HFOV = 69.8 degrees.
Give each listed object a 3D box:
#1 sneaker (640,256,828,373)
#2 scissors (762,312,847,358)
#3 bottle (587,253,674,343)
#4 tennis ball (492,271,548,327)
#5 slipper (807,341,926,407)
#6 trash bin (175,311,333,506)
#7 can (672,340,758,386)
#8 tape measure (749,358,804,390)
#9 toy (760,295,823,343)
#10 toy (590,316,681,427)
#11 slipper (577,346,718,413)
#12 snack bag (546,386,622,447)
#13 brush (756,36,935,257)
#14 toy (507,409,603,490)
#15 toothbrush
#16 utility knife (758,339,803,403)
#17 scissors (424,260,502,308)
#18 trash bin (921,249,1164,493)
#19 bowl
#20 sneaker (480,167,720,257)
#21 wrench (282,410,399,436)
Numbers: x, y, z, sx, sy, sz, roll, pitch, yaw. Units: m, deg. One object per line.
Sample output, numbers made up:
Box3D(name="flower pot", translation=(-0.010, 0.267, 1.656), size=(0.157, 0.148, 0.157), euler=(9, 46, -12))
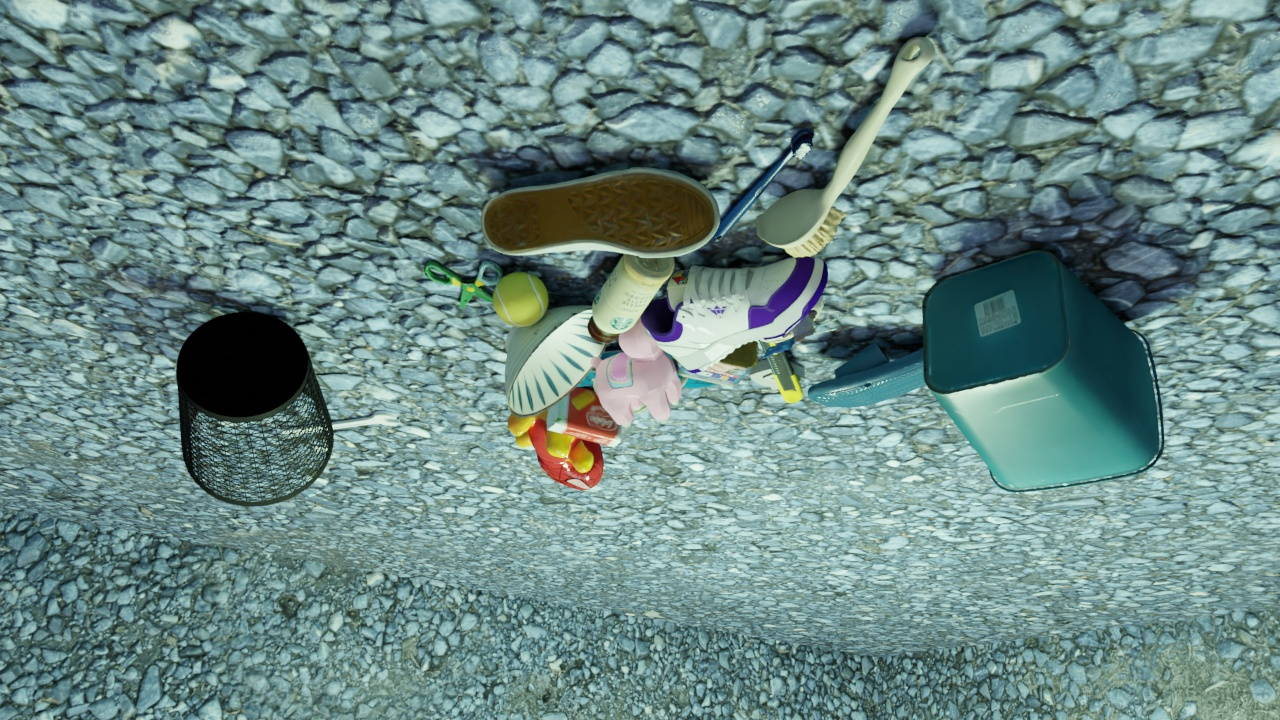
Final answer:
Box3D(name="sneaker", translation=(0.093, -0.072, 1.028), size=(0.111, 0.091, 0.245), euler=(33, 141, -23))
Box3D(name="scissors", translation=(0.192, -0.030, 1.096), size=(0.132, 0.014, 0.128), euler=(-25, -170, -26))
Box3D(name="bottle", translation=(-0.017, -0.074, 1.047), size=(0.056, 0.056, 0.162), euler=(14, 147, -17))
Box3D(name="tennis ball", translation=(-0.142, -0.072, 1.085), size=(0.065, 0.065, 0.065), euler=(5, 155, 2))
Box3D(name="slipper", translation=(0.320, 0.012, 1.183), size=(0.214, 0.059, 0.104), euler=(-20, 153, 17))
Box3D(name="trash bin", translation=(-0.555, 0.063, 1.313), size=(0.217, 0.216, 0.244), euler=(11, 148, -11))
Box3D(name="can", translation=(0.097, -0.007, 1.190), size=(0.099, 0.053, 0.059), euler=(12, 153, -14))
Box3D(name="tape measure", translation=(0.186, 0.019, 1.266), size=(0.062, 0.020, 0.060), euler=(22, 150, -31))
Box3D(name="toy", translation=(0.173, -0.049, 1.061), size=(0.087, 0.050, 0.112), euler=(-31, -178, 1))
Box3D(name="toy", translation=(-0.007, 0.007, 1.172), size=(0.123, 0.067, 0.157), euler=(-7, 120, 30))
Box3D(name="slipper", translation=(-0.028, 0.028, 1.287), size=(0.295, 0.060, 0.118), euler=(-2, 151, 15))
Box3D(name="snack bag", translation=(-0.082, 0.081, 1.386), size=(0.115, 0.076, 0.036), euler=(17, 147, -24))
Box3D(name="brush", translation=(0.183, -0.180, 0.814), size=(0.077, 0.062, 0.273), euler=(-4, 155, -20))
Box3D(name="toy", translation=(-0.124, 0.139, 1.483), size=(0.147, 0.098, 0.216), euler=(33, 166, 28))
Box3D(name="toothbrush", translation=(0.115, -0.164, 0.893), size=(0.016, 0.017, 0.190), euler=(14, 154, -17))
Box3D(name="utility knife", translation=(0.180, 0.000, 1.204), size=(0.029, 0.020, 0.174), euler=(-20, 136, 12))
Box3D(name="scissors", translation=(-0.202, -0.093, 1.118), size=(0.128, 0.011, 0.125), euler=(-15, 147, 37))
Box3D(name="trash bin", translation=(0.433, 0.009, 1.015), size=(0.200, 0.196, 0.218), euler=(-19, 140, 38))
Box3D(name="bowl", translation=(-0.121, -0.017, 1.158), size=(0.071, 0.177, 0.177), euler=(42, 164, 20))
Box3D(name="sneaker", translation=(-0.038, -0.146, 0.920), size=(0.235, 0.087, 0.079), euler=(-2, -171, 7))
Box3D(name="wrench", translation=(-0.536, 0.114, 1.632), size=(0.274, 0.009, 0.047), euler=(-9, 152, 28))
